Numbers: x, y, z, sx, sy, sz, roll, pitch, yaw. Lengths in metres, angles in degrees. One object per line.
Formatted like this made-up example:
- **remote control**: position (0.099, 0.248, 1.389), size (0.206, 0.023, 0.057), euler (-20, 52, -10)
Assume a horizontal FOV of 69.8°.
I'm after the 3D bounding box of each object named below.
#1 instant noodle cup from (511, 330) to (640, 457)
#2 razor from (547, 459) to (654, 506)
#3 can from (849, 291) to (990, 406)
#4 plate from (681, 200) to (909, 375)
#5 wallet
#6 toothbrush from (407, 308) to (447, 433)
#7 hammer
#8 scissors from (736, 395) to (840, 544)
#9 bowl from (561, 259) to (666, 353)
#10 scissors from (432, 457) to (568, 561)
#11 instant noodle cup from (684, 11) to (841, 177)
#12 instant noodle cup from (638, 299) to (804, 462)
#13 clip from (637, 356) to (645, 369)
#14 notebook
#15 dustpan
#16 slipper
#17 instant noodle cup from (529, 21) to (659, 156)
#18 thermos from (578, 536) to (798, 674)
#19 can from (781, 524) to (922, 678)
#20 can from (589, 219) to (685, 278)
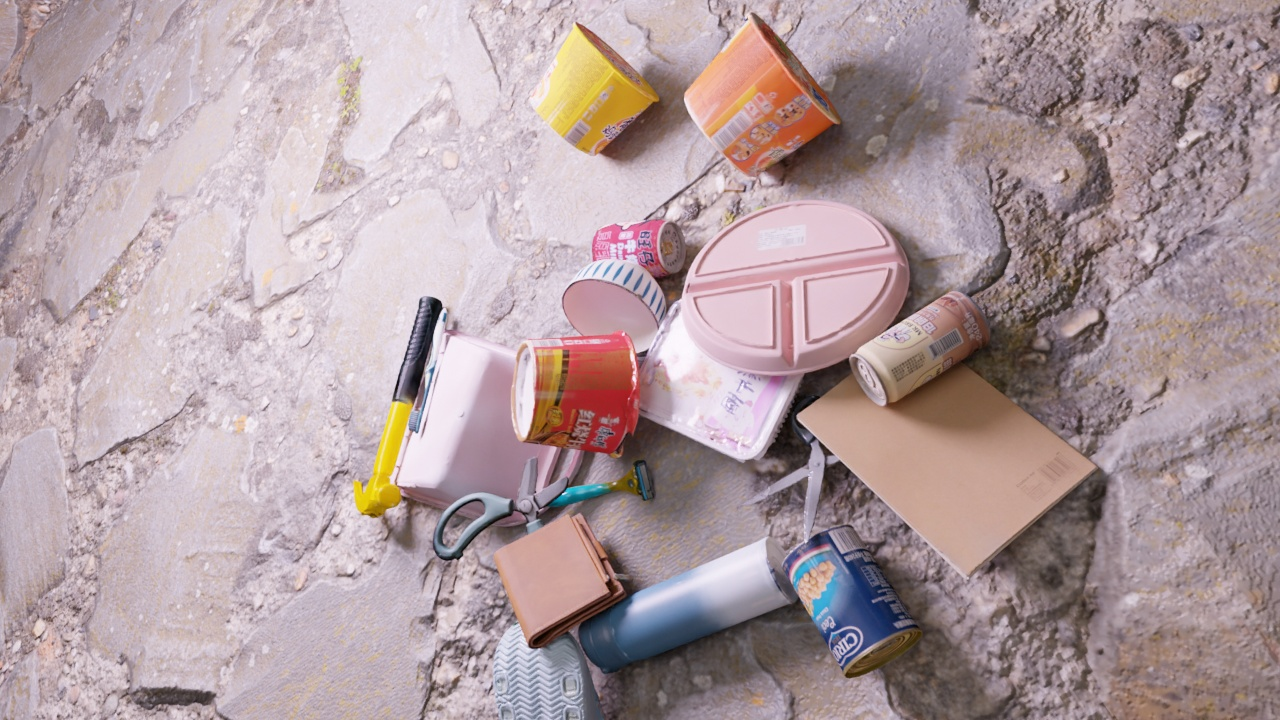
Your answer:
- **instant noodle cup**: position (-0.074, 0.032, 0.972), size (0.138, 0.108, 0.138), euler (-177, 91, -71)
- **razor**: position (-0.049, 0.142, 0.999), size (0.133, 0.028, 0.043), euler (-16, 88, 22)
- **can**: position (0.253, -0.011, 0.831), size (0.116, 0.058, 0.058), euler (-31, 55, -6)
- **plate**: position (0.149, -0.082, 0.916), size (0.230, 0.028, 0.229), euler (-12, 47, 14)
- **wallet**: position (-0.079, 0.213, 0.926), size (0.119, 0.035, 0.130), euler (-25, 35, -10)
- **toothbrush**: position (-0.268, 0.009, 1.160), size (0.016, 0.018, 0.191), euler (122, 157, -52)
- **hammer**: position (-0.305, 0.055, 1.174), size (0.129, 0.032, 0.300), euler (-23, 50, 53)
- **scissors**: position (0.169, 0.096, 0.848), size (0.159, 0.014, 0.180), euler (-6, 42, 13)
- **bowl**: position (-0.022, -0.069, 1.022), size (0.117, 0.116, 0.066), euler (0, 47, 32)
- **scissors**: position (-0.155, 0.188, 1.003), size (0.181, 0.019, 0.170), euler (3, 85, 11)
- **instant noodle cup**: position (0.126, -0.279, 0.992), size (0.112, 0.151, 0.151), euler (-39, 55, 23)
- **instant noodle cup**: position (0.087, 0.022, 0.943), size (0.173, 0.060, 0.138), euler (23, 84, 35)
- **clip**: position (-0.006, 0.006, 1.036), size (0.056, 0.027, 0.024), euler (2, 74, 21)
- **notebook**: position (0.264, 0.072, 0.813), size (0.149, 0.012, 0.211), euler (-37, 53, -9)
- **dustpan**: position (-0.186, 0.090, 1.120), size (0.274, 0.138, 0.222), euler (7, 75, 63)
- **slipper**: position (-0.076, 0.374, 0.900), size (0.104, 0.074, 0.245), euler (-14, 80, 27)
- **instant noodle cup**: position (-0.062, -0.330, 1.139), size (0.110, 0.138, 0.138), euler (-46, 54, 19)
- **thermos**: position (0.041, 0.237, 0.882), size (0.221, 0.070, 0.070), euler (-27, 59, 21)
- **can**: position (0.181, 0.207, 0.799), size (0.075, 0.075, 0.111), euler (-38, 55, 14)
- **can**: position (-0.002, -0.127, 1.054), size (0.094, 0.066, 0.066), euler (0, 71, 32)
